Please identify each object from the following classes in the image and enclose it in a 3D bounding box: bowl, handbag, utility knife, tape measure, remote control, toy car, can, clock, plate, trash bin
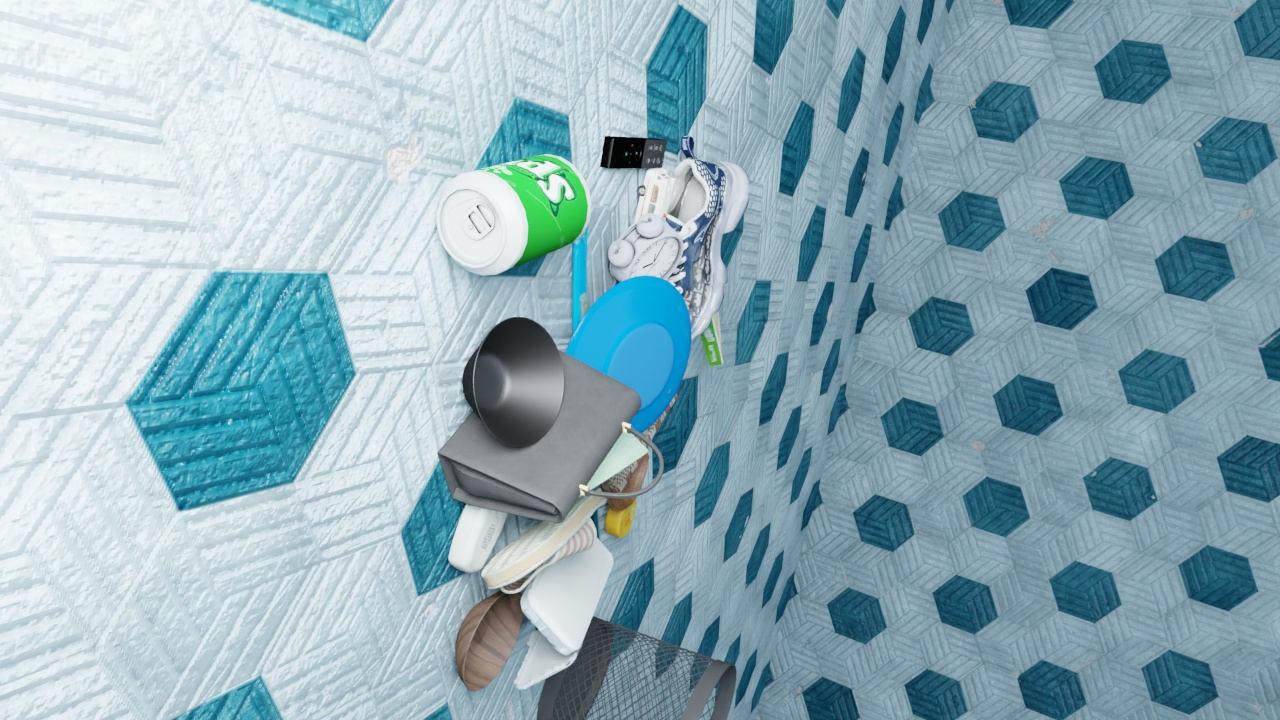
[{"bbox_3d":[-0.029,0.153,1.294,0.102,0.026,0.114,47,58,-50],"label":"bowl"},{"bbox_3d":[-0.072,0.115,1.060,0.151,0.077,0.151,-31,176,-3],"label":"bowl"},{"bbox_3d":[-0.179,0.314,1.049,0.119,0.032,0.119,-49,148,-46],"label":"bowl"},{"bbox_3d":[-0.067,0.085,0.925,0.175,0.196,0.072,-54,152,-39],"label":"handbag"},{"bbox_3d":[-0.069,-0.066,1.060,0.031,0.015,0.221,-41,144,-46],"label":"utility knife"},{"bbox_3d":[-0.031,0.230,1.350,0.058,0.030,0.068,-40,139,-54],"label":"tape measure"},{"bbox_3d":[-0.006,-0.244,1.078,0.149,0.013,0.034,-25,128,-62],"label":"remote control"},{"bbox_3d":[-0.167,0.169,0.975,0.114,0.028,0.060,-69,160,-10],"label":"remote control"},{"bbox_3d":[0.014,-0.180,1.134,0.039,0.039,0.113,-27,134,-60],"label":"toy car"},{"bbox_3d":[-0.109,-0.131,0.811,0.139,0.088,0.088,-35,138,-57],"label":"can"},{"bbox_3d":[0.005,-0.130,1.109,0.094,0.035,0.122,-44,153,-1],"label":"clock"},{"bbox_3d":[-0.007,0.006,1.132,0.223,0.024,0.225,-24,126,-38],"label":"plate"},{"bbox_3d":[-0.006,0.509,1.350,0.217,0.227,0.218,-49,148,-46],"label":"trash bin"},{"bbox_3d":[-0.013,0.074,1.232,0.185,0.047,0.124,-58,143,-30],"label":"handbag"},{"bbox_3d":[-0.135,0.021,0.891,0.123,0.053,0.124,2,87,-53],"label":"bowl"}]

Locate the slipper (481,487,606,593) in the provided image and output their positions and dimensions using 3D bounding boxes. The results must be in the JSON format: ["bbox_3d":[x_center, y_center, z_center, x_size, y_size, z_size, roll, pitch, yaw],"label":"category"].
[{"bbox_3d":[-0.100,0.209,1.052,0.052,0.115,0.262,60,16,0],"label":"slipper"}]

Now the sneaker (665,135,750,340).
[{"bbox_3d":[0.052,-0.152,1.207,0.132,0.103,0.269,19,88,-54],"label":"sneaker"}]

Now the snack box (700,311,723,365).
[{"bbox_3d":[0.097,-0.090,1.357,0.168,0.027,0.131,69,17,-57],"label":"snack box"}]

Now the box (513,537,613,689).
[{"bbox_3d":[-0.112,0.292,1.134,0.129,0.105,0.210,-37,-172,16],"label":"box"}]
